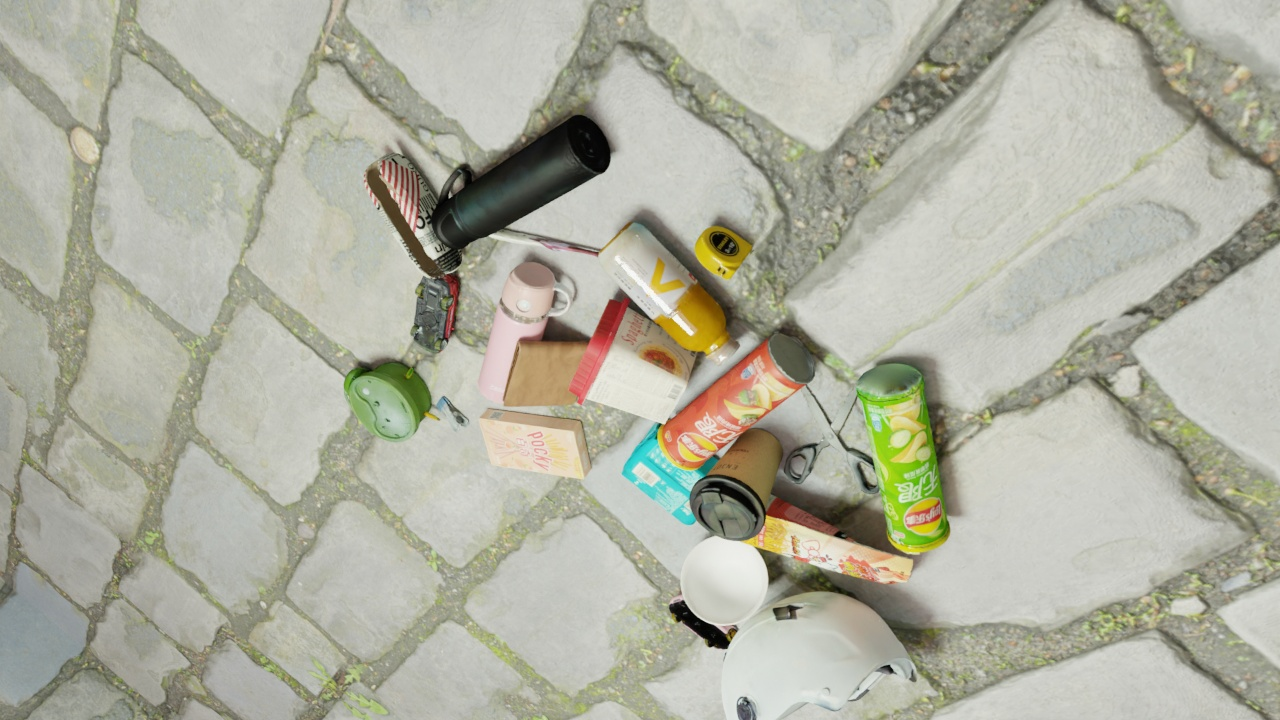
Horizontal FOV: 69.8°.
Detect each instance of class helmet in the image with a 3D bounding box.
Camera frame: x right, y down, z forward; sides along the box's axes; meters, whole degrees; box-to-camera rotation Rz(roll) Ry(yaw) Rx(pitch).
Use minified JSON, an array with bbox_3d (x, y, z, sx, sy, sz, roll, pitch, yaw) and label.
[{"bbox_3d":[0.205,0.382,1.179,0.259,0.228,0.145,-41,59,43],"label":"helmet"}]

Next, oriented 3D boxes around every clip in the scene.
[{"bbox_3d":[-0.278,0.080,1.345,0.056,0.027,0.024,49,129,4],"label":"clip"}]

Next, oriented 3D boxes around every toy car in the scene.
[{"bbox_3d":[0.094,0.378,1.335,0.122,0.037,0.056,43,135,-20],"label":"toy car"},{"bbox_3d":[-0.272,-0.065,1.227,0.053,0.045,0.121,28,125,12],"label":"toy car"}]

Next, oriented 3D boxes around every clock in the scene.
[{"bbox_3d":[-0.380,0.061,1.363,0.161,0.056,0.116,-6,117,31],"label":"clock"}]

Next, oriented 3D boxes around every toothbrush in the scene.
[{"bbox_3d":[-0.106,-0.136,1.110,0.188,0.016,0.017,14,136,19],"label":"toothbrush"}]

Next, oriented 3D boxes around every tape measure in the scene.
[{"bbox_3d":[0.086,-0.116,0.990,0.057,0.059,0.029,36,135,1],"label":"tape measure"}]

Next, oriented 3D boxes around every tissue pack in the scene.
[{"bbox_3d":[0.050,0.148,1.193,0.133,0.050,0.093,39,129,-1],"label":"tissue pack"}]

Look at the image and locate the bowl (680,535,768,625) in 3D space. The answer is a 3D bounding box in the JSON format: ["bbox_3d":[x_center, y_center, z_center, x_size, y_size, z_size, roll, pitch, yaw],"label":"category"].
[{"bbox_3d":[0.119,0.300,1.239,0.118,0.118,0.065,11,164,22],"label":"bowl"}]

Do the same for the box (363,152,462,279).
[{"bbox_3d":[-0.286,-0.178,1.149,0.073,0.075,0.163,-21,111,32],"label":"box"}]

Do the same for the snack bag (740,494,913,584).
[{"bbox_3d":[0.229,0.227,1.129,0.208,0.073,0.128,19,164,20],"label":"snack bag"}]

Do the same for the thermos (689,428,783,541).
[{"bbox_3d":[0.120,0.145,1.092,0.093,0.142,0.093,15,127,20],"label":"thermos"}]

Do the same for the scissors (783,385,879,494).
[{"bbox_3d":[0.229,0.093,1.084,0.159,0.014,0.181,33,130,5],"label":"scissors"}]

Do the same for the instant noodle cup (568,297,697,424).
[{"bbox_3d":[-0.006,0.006,1.096,0.124,0.116,0.117,25,131,-3],"label":"instant noodle cup"}]

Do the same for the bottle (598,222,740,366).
[{"bbox_3d":[0.036,-0.072,1.041,0.189,0.067,0.068,45,130,-6],"label":"bottle"}]

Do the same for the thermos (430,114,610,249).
[{"bbox_3d":[-0.148,-0.208,1.054,0.243,0.068,0.090,-19,88,37],"label":"thermos"}]

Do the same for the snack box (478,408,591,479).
[{"bbox_3d":[-0.150,0.117,1.296,0.157,0.026,0.084,6,123,26],"label":"snack box"}]

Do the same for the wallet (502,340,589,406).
[{"bbox_3d":[-0.120,0.018,1.180,0.101,0.020,0.116,1,136,-23],"label":"wallet"}]

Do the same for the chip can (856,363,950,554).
[{"bbox_3d":[0.293,0.109,1.021,0.073,0.072,0.221,-3,120,30],"label":"chip can"}]

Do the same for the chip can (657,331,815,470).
[{"bbox_3d":[0.110,0.053,1.083,0.073,0.073,0.217,44,130,-5],"label":"chip can"}]

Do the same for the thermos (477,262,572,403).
[{"bbox_3d":[-0.148,-0.031,1.174,0.087,0.067,0.199,17,129,-8],"label":"thermos"}]
